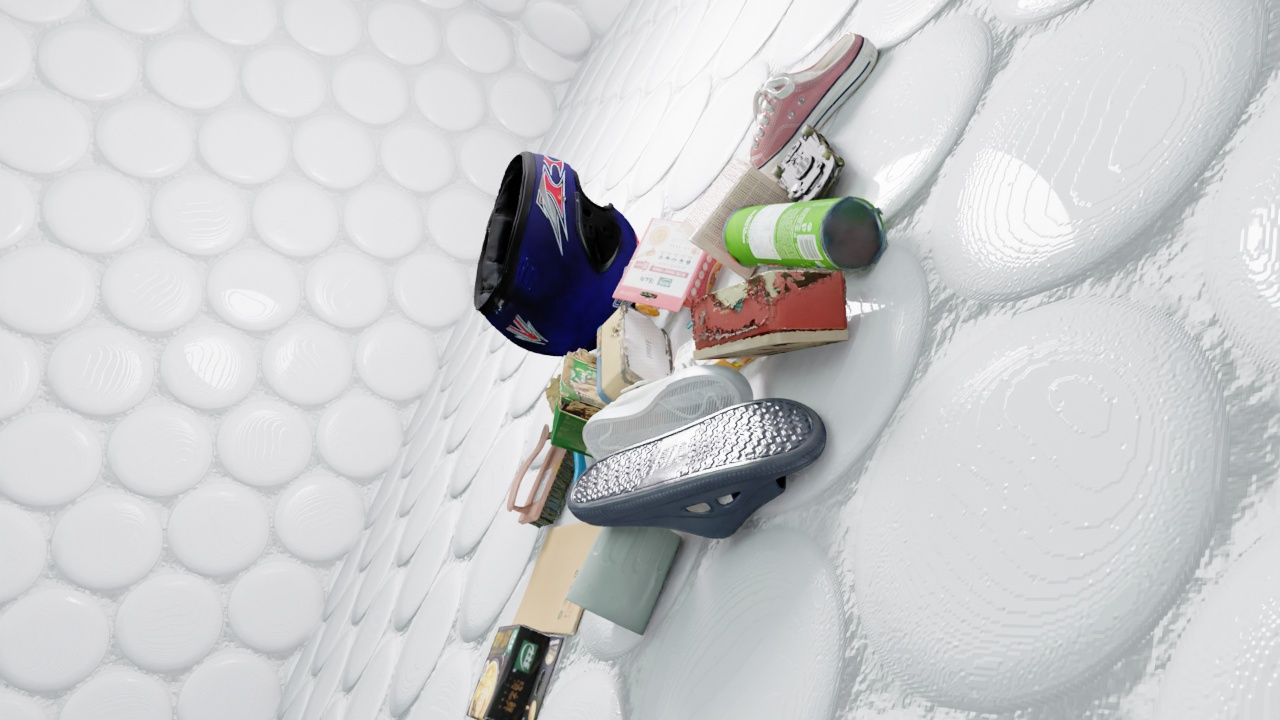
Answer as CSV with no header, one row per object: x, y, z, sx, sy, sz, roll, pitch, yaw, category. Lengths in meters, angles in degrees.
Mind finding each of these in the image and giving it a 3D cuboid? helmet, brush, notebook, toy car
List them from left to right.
-0.136,0.163,1.312,0.063,0.073,0.145,-32,33,58,brush
-0.101,0.272,1.160,0.208,0.008,0.147,-27,38,60,notebook
-0.115,-0.156,1.433,0.248,0.240,0.314,-41,38,50,helmet
-0.091,0.110,1.289,0.046,0.083,0.254,-50,29,26,brush
0.190,-0.212,1.026,0.070,0.042,0.158,-54,19,24,toy car

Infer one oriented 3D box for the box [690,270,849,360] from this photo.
0.116,-0.048,0.874,0.169,0.091,0.080,165,101,-66,box

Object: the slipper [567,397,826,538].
0.057,0.111,0.847,0.269,0.083,0.110,-20,25,30,slipper

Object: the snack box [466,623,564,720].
-0.151,0.376,1.091,0.126,0.053,0.113,-39,28,61,snack box

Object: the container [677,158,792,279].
0.117,-0.172,1.093,0.111,0.090,0.090,-55,19,12,container

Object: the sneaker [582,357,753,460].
0.042,0.052,0.996,0.243,0.089,0.090,-22,11,47,sneaker

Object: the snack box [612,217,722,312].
0.042,-0.118,1.203,0.113,0.044,0.127,16,75,38,snack box

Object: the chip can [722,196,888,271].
0.159,-0.128,0.939,0.072,0.072,0.236,-62,18,-2,chip can

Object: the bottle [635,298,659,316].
0.031,-0.115,1.279,0.108,0.063,0.063,-66,19,-13,bottle

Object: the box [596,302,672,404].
-0.007,0.007,1.165,0.059,0.089,0.184,-45,22,26,box

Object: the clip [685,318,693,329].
0.080,-0.052,1.126,0.057,0.043,0.014,-43,26,36,clip

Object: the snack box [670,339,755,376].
0.083,-0.008,1.044,0.154,0.026,0.075,-37,29,50,snack box

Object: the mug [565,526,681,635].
-0.015,0.211,0.926,0.124,0.084,0.103,88,-154,-76,mug

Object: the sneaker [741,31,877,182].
0.178,-0.309,1.124,0.242,0.088,0.118,-47,23,35,sneaker

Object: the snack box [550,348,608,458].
-0.064,0.066,1.222,0.117,0.118,0.106,-88,19,-55,snack box
